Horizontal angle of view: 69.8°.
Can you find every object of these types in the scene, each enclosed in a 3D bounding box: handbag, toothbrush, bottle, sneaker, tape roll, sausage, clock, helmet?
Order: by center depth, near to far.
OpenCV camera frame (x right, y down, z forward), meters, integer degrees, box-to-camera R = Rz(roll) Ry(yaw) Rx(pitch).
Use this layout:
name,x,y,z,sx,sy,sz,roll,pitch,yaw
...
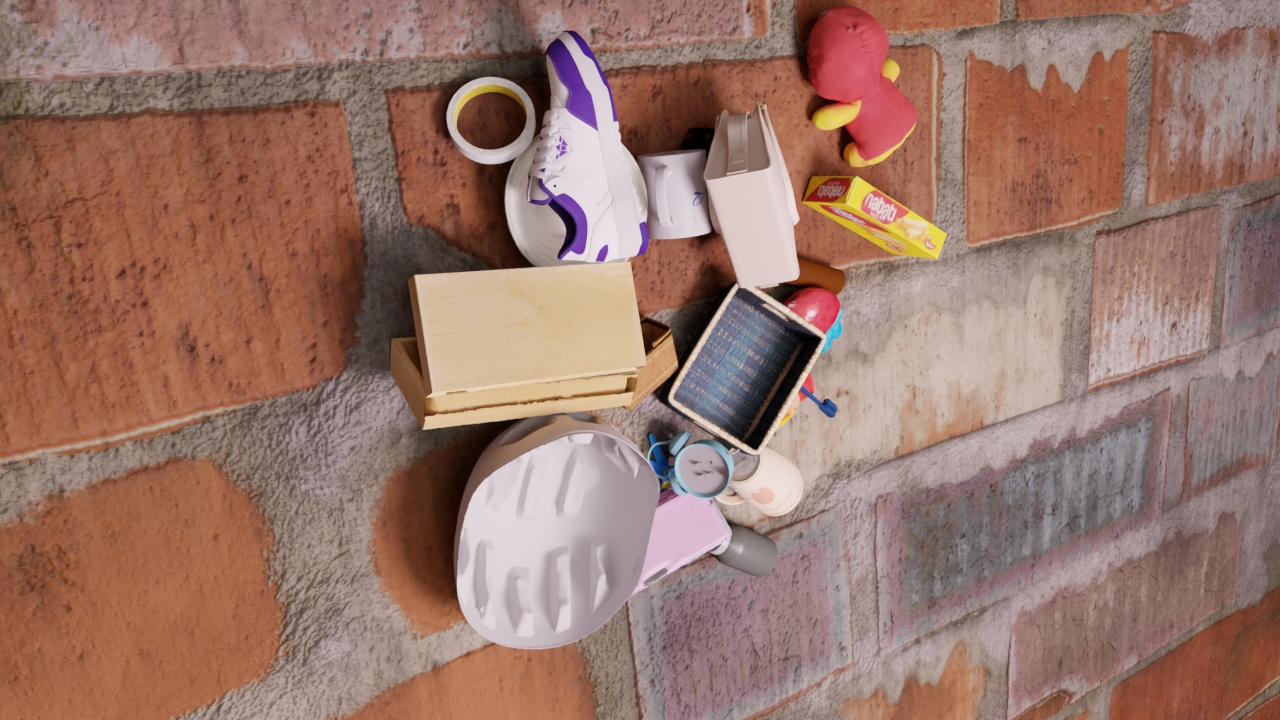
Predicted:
name,x,y,z,sx,sy,sz,roll,pitch,yaw
sneaker,-0.078,-0.216,0.977,0.111,0.092,0.244,-19,101,-11
tape roll,-0.160,-0.258,0.986,0.094,0.019,0.094,1,77,-3
helmet,-0.101,0.196,1.058,0.224,0.184,0.282,5,93,-18
handbag,0.141,-0.222,1.133,0.195,0.101,0.197,65,24,-44
clock,0.065,0.135,1.181,0.041,0.123,0.087,-34,127,-62
toothbrush,0.199,0.014,1.258,0.190,0.016,0.017,40,58,-8
sausage,0.220,-0.122,1.268,0.155,0.040,0.040,11,95,-33
bottle,0.183,0.057,1.281,0.134,0.048,0.071,-31,111,-22
bottle,0.141,0.265,1.297,0.108,0.060,0.060,28,86,-33

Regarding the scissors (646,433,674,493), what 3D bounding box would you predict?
name,x,y,z,sx,sy,sz,roll,pitch,yaw
scissors,0.041,0.144,1.235,0.108,0.018,0.131,-33,117,-23

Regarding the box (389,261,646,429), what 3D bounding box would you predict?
name,x,y,z,sx,sy,sz,roll,pitch,yaw
box,-0.128,-0.012,0.997,0.248,0.141,0.180,-7,143,-30

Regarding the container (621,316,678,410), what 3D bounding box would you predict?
name,x,y,z,sx,sy,sz,roll,pitch,yaw
container,-0.007,0.007,1.149,0.113,0.063,0.061,-41,126,-17

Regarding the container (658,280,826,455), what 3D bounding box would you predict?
name,x,y,z,sx,sy,sz,roll,pitch,yaw
container,0.131,0.011,1.196,0.145,0.071,0.187,32,83,-7

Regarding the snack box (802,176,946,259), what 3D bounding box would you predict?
name,x,y,z,sx,sy,sz,roll,pitch,yaw
snack box,0.329,-0.200,1.284,0.200,0.092,0.042,22,89,-33

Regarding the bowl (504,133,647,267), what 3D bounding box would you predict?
name,x,y,z,sx,sy,sz,roll,pitch,yaw
bowl,-0.082,-0.179,1.055,0.176,0.058,0.177,-4,99,-28

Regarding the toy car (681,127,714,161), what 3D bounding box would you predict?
name,x,y,z,sx,sy,sz,roll,pitch,yaw
toy car,0.078,-0.245,1.153,0.036,0.042,0.092,-20,114,-53

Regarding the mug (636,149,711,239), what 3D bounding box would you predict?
name,x,y,z,sx,sy,sz,roll,pitch,yaw
mug,0.037,-0.197,1.097,0.119,0.083,0.096,-49,135,-67

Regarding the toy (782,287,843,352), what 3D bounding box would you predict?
name,x,y,z,sx,sy,sz,roll,pitch,yaw
toy,0.243,-0.055,1.287,0.092,0.062,0.133,-39,141,12

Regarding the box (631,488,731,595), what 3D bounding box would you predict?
name,x,y,z,sx,sy,sz,roll,pitch,yaw
box,0.004,0.246,1.190,0.232,0.080,0.099,-26,115,-20

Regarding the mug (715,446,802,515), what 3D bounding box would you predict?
name,x,y,z,sx,sy,sz,roll,pitch,yaw
mug,0.152,0.165,1.264,0.112,0.085,0.104,-29,140,21

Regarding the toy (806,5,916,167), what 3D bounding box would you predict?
name,x,y,z,sx,sy,sz,roll,pitch,yaw
toy,0.294,-0.371,1.225,0.147,0.099,0.216,-51,126,-21
